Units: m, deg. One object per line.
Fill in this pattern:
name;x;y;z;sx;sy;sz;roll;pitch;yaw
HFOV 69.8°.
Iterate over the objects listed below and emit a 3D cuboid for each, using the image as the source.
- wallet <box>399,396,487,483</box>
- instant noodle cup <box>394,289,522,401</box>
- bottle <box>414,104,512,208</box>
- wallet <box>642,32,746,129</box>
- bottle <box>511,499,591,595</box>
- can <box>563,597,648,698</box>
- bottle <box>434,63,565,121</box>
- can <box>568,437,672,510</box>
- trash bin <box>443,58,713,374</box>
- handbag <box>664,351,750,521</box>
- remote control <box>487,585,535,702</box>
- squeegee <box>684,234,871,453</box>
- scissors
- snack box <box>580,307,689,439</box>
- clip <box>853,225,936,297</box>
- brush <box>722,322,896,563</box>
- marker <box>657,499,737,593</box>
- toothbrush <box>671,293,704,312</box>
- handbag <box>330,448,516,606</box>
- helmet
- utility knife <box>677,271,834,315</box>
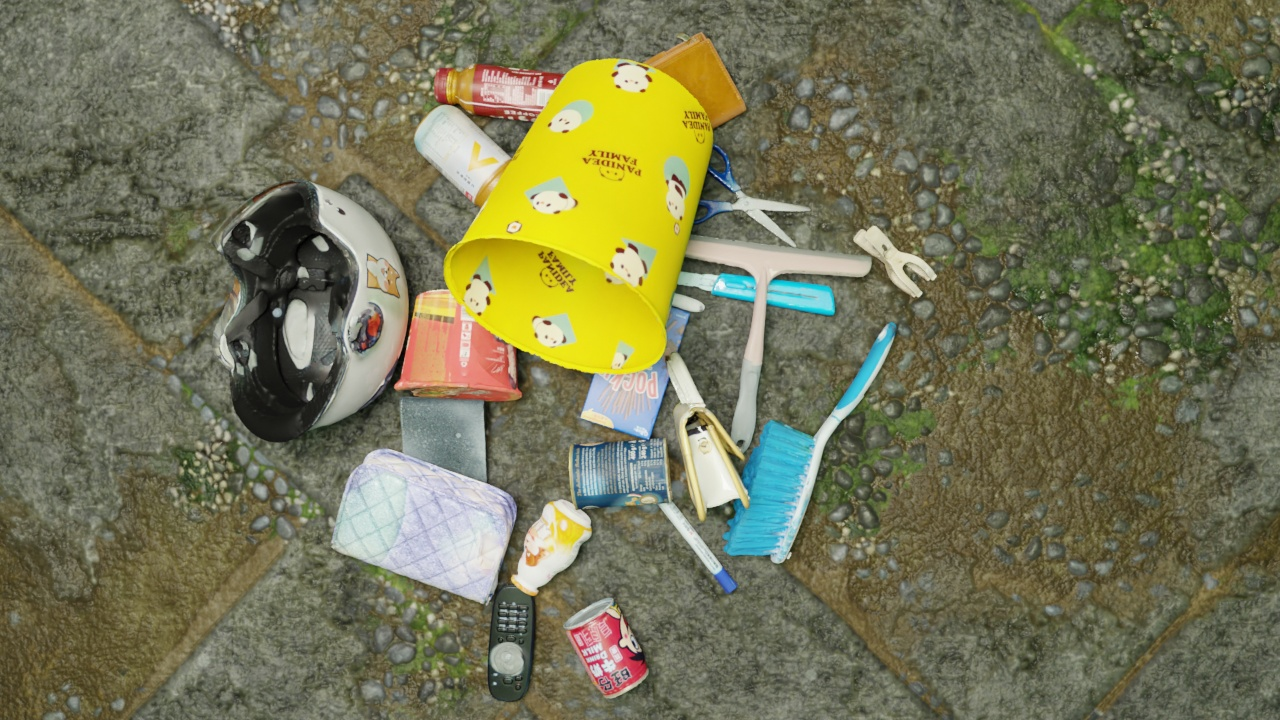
wallet;-0.225;0.098;1.057;0.097;0.019;0.121;3;114;2
instant noodle cup;-0.196;-0.015;1.024;0.138;0.138;0.108;3;81;1
bottle;-0.172;-0.208;1.050;0.189;0.068;0.068;43;90;-2
wallet;0.038;-0.311;1.064;0.130;0.035;0.119;-29;90;-1
bottle;-0.104;0.216;1.051;0.063;0.063;0.108;34;91;1
can;-0.038;0.328;1.049;0.066;0.066;0.094;-28;89;1
bottle;-0.147;-0.307;1.055;0.175;0.057;0.057;7;90;1
can;-0.021;0.128;1.041;0.111;0.075;0.075;-5;90;4
trash bin;-0.047;-0.152;0.947;0.229;0.230;0.254;19;64;1
handbag;0.067;0.075;0.998;0.063;0.163;0.178;-16;90;-1
remote control;-0.150;0.328;1.072;0.053;0.024;0.136;5;91;-1
squeegee;0.129;-0.009;1.045;0.247;0.040;0.250;6;99;-3
scissors;0.110;-0.193;1.075;0.162;0.012;0.164;-17;91;0
snack box;-0.006;0.006;1.068;0.084;0.026;0.157;18;90;-1
clip;0.291;-0.116;1.058;0.100;0.071;0.034;38;91;-6
brush;0.195;0.087;1.056;0.109;0.060;0.314;20;88;-5
marker;0.063;0.210;1.072;0.017;0.017;0.146;-38;90;0
toothbrush;-0.011;-0.087;1.074;0.180;0.016;0.016;17;92;1
handbag;-0.241;0.188;1.043;0.194;0.075;0.134;21;107;1
helmet;-0.342;-0.054;1.002;0.231;0.156;0.274;-8;87;34
utility knife;0.109;-0.086;1.071;0.238;0.018;0.034;8;90;2
